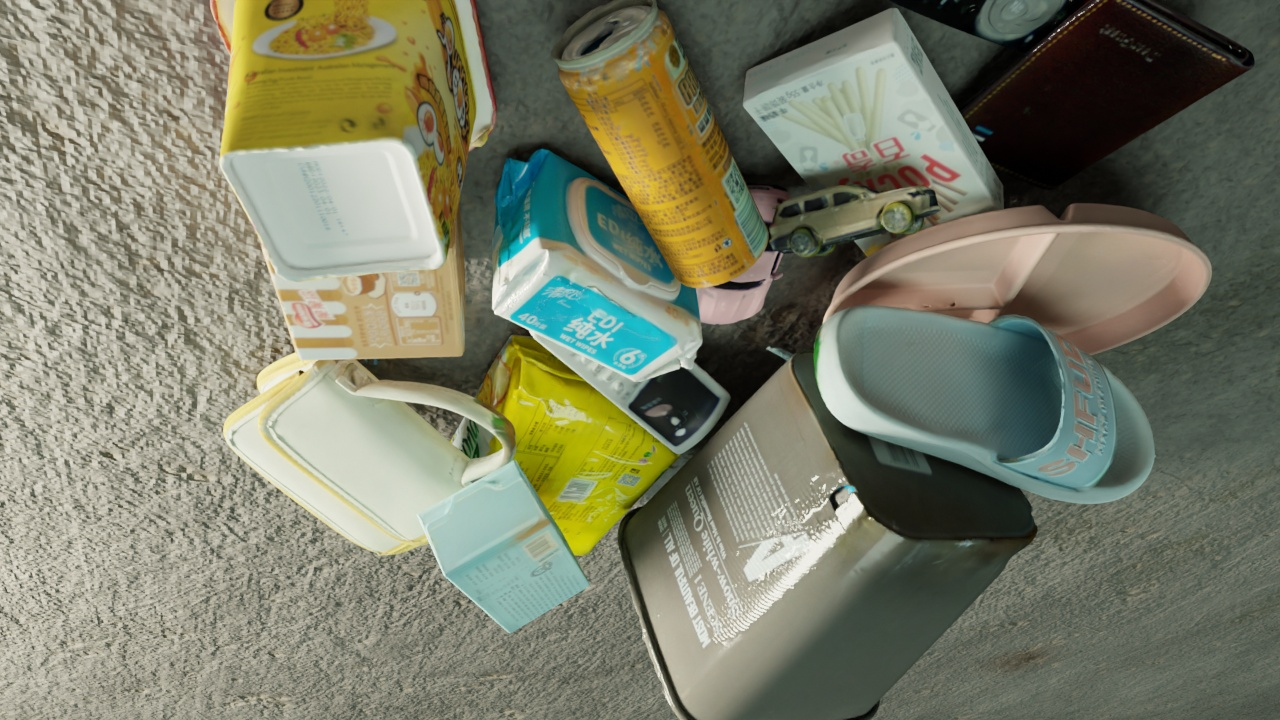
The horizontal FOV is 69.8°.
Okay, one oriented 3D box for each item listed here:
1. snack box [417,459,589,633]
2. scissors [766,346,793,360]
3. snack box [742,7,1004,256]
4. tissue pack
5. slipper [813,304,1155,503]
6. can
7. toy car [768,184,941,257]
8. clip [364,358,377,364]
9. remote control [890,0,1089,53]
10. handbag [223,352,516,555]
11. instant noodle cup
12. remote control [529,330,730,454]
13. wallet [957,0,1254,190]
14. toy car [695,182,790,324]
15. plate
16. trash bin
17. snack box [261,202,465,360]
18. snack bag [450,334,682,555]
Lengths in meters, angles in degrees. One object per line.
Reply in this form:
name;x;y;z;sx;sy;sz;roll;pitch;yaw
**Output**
snack box;-0.092;0.139;0.659;0.074;0.051;0.175;-28;151;-8
scissors;0.122;0.010;0.672;0.105;0.017;0.136;-13;157;40
snack box;0.132;-0.116;0.502;0.085;0.026;0.156;-14;145;35
tissue pack;-0.023;-0.054;0.526;0.140;0.089;0.063;27;133;-36
slipper;0.222;0.017;0.565;0.245;0.104;0.074;14;157;-17
can;0.014;-0.106;0.466;0.058;0.058;0.146;-19;130;17
toy car;0.116;-0.079;0.500;0.091;0.035;0.042;-9;-176;26
clip;-0.180;-0.022;0.602;0.029;0.024;0.057;3;141;-6
remote control;0.166;-0.181;0.435;0.136;0.024;0.053;9;146;-25
handbag;-0.175;0.058;0.626;0.179;0.063;0.163;-23;123;34
instant noodle cup;-0.128;-0.108;0.410;0.116;0.123;0.116;-5;144;-1
remote control;-0.004;0.004;0.615;0.150;0.021;0.058;40;94;-26
wallet;0.231;-0.138;0.481;0.096;0.020;0.123;13;154;-21
toy car;0.060;-0.061;0.574;0.056;0.037;0.123;2;144;-8
plate;0.233;-0.040;0.590;0.229;0.028;0.230;0;159;0
trash bin;0.125;0.124;0.644;0.198;0.198;0.220;5;135;-30
snack box;-0.148;-0.058;0.513;0.094;0.077;0.093;-1;143;-8
snack bag;-0.064;0.079;0.719;0.158;0.068;0.247;12;139;-23
